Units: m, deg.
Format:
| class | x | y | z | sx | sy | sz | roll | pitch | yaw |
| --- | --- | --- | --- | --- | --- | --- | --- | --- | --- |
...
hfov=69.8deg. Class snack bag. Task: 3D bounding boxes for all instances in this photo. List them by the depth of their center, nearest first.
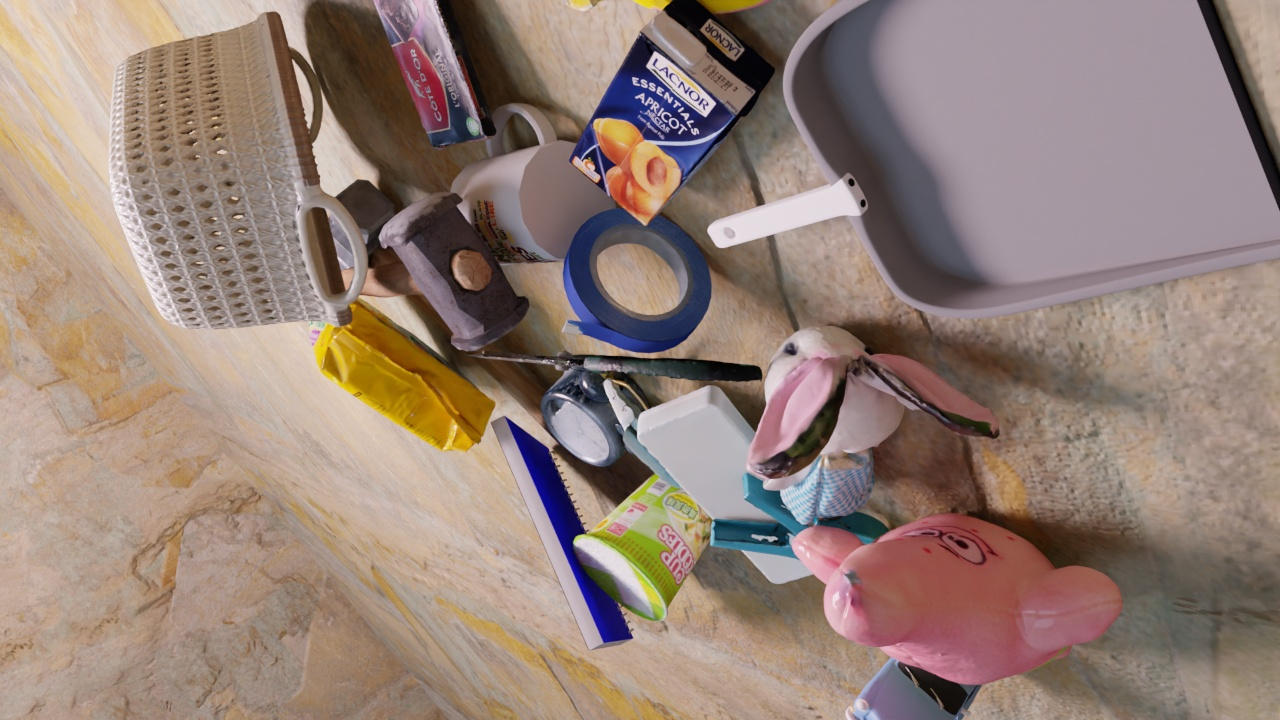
| class | x | y | z | sx | sy | sz | roll | pitch | yaw |
| --- | --- | --- | --- | --- | --- | --- | --- | --- | --- |
| snack bag | -0.139 | -0.213 | 0.586 | 0.075 | 0.018 | 0.155 | 8 | 124 | 49 |
| snack bag | -0.232 | 0.006 | 0.852 | 0.159 | 0.068 | 0.247 | 39 | 174 | -23 |

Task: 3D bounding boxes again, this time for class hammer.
| class | x | y | z | sx | sy | sz | roll | pitch | yaw |
| --- | --- | --- | --- | --- | --- | --- | --- | --- | --- |
| hammer | -0.180 | -0.061 | 0.695 | 0.098 | 0.052 | 0.329 | 57 | 157 | -19 |
| hammer | -0.164 | -0.026 | 0.852 | 0.323 | 0.051 | 0.117 | 44 | 153 | -2 |

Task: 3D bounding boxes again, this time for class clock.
| class | x | y | z | sx | sy | sz | roll | pitch | yaw |
| --- | --- | --- | --- | --- | --- | --- | --- | --- | --- |
| clock | -0.030 | 0.041 | 0.761 | 0.090 | 0.052 | 0.130 | 53 | 145 | -13 |

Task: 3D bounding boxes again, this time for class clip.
| class | x | y | z | sx | sy | sz | roll | pitch | yaw |
| --- | --- | --- | --- | --- | --- | --- | --- | --- | --- |
| clip | 0.110 | 0.131 | 0.651 | 0.127 | 0.028 | 0.113 | 11 | 135 | -3 |

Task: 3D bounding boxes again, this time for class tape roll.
| class | x | y | z | sx | sy | sz | roll | pitch | yaw |
| --- | --- | --- | --- | --- | --- | --- | --- | --- | --- |
| tape roll | -0.002 | -0.050 | 0.567 | 0.091 | 0.092 | 0.016 | 11 | 153 | -13 |

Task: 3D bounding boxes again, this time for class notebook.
| class | x | y | z | sx | sy | sz | roll | pitch | yaw |
| --- | --- | --- | --- | --- | --- | --- | --- | --- | --- |
| notebook | -0.068 | 0.163 | 0.846 | 0.209 | 0.022 | 0.171 | 64 | 180 | 17 |

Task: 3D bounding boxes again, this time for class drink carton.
| class | x | y | z | sx | sy | sz | roll | pitch | yaw |
| --- | --- | --- | --- | --- | --- | --- | --- | --- | --- |
| drink carton | 0.013 | -0.128 | 0.488 | 0.064 | 0.040 | 0.130 | 39 | 155 | -5 |

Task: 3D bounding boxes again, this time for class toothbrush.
| class | x | y | z | sx | sy | sz | roll | pitch | yaw |
| --- | --- | --- | --- | --- | --- | --- | --- | --- | --- |
| toothbrush | 0.012 | -0.183 | 0.458 | 0.136 | 0.016 | 0.021 | 17 | 147 | 40 |

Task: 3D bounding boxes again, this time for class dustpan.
| class | x | y | z | sx | sy | sz | roll | pitch | yaw |
| --- | --- | --- | --- | --- | --- | --- | --- | --- | --- |
| dustpan | 0.124 | -0.088 | 0.419 | 0.258 | 0.033 | 0.163 | -8 | 122 | 55 |

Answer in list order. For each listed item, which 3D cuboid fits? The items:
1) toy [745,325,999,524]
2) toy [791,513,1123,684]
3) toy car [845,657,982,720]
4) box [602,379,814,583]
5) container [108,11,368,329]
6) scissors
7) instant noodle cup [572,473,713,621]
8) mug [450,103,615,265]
| class | x | y | z | sx | sy | sz | roll | pitch | yaw |
| --- | --- | --- | --- | --- | --- | --- | --- | --- | --- |
| toy | 0.119 | 0.034 | 0.549 | 0.205 | 0.131 | 0.105 | 75 | -174 | -70 |
| toy | 0.169 | 0.134 | 0.528 | 0.192 | 0.096 | 0.236 | 4 | 170 | 39 |
| toy car | 0.192 | 0.213 | 0.609 | 0.056 | 0.153 | 0.055 | 40 | 121 | 23 |
| box | 0.062 | 0.086 | 0.679 | 0.197 | 0.075 | 0.125 | 49 | 172 | -31 |
| container | -0.292 | -0.135 | 0.673 | 0.246 | 0.142 | 0.185 | -120 | 23 | -43 |
| scissors | -0.003 | 0.003 | 0.590 | 0.204 | 0.201 | 0.015 | 5 | 92 | 39 |
| instant noodle cup | 0.014 | 0.147 | 0.775 | 0.099 | 0.107 | 0.099 | 32 | 149 | 22 |
| mug | -0.076 | -0.117 | 0.608 | 0.090 | 0.073 | 0.105 | 4 | 106 | 50 |
